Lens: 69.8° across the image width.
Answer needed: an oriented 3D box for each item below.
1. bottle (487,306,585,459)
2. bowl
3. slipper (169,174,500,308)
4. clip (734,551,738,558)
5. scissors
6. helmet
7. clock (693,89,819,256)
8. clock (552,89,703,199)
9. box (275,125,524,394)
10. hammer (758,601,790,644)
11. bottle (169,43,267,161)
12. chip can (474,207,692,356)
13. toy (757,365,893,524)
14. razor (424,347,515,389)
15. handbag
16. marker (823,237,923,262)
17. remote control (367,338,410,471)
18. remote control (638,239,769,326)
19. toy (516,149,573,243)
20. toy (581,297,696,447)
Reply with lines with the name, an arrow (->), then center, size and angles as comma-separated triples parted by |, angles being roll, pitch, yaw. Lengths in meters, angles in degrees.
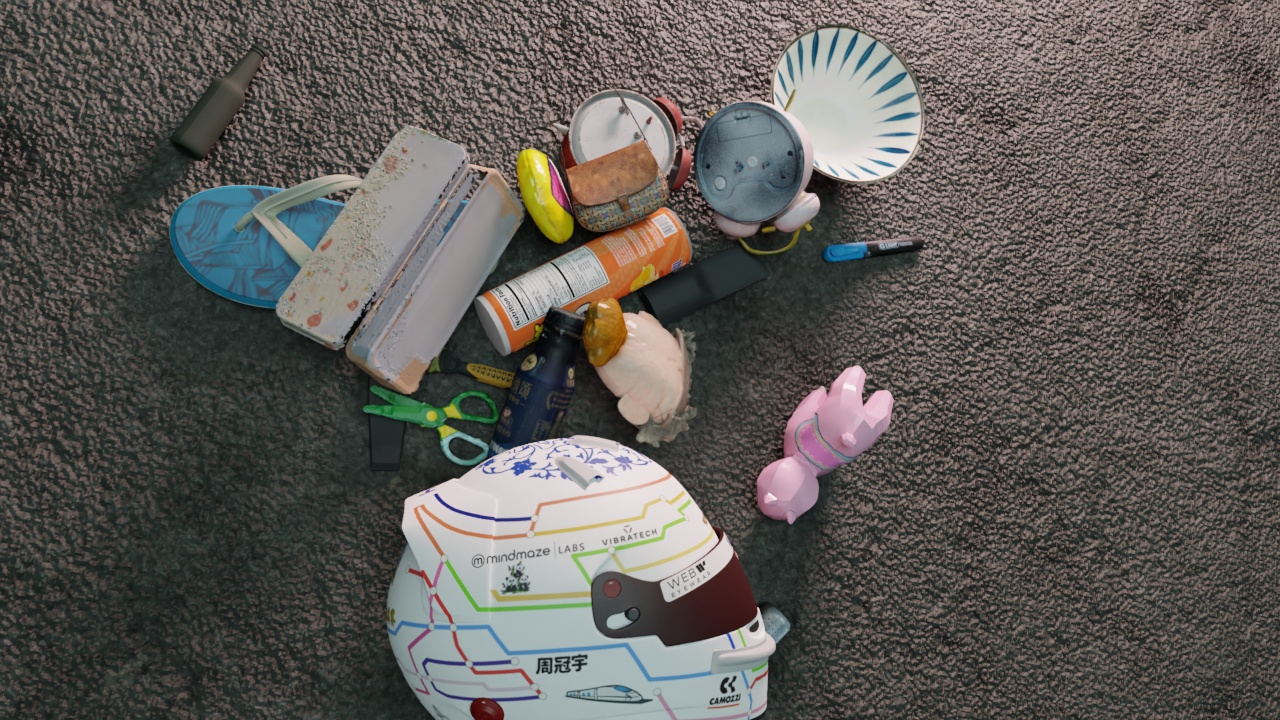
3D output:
bottle -> -0.091, 0.030, 0.844 | 0.056, 0.056, 0.161 | 20, 96, -11
bowl -> 0.210, -0.263, 0.990 | 0.177, 0.071, 0.177 | 3, 79, -15
slipper -> -0.273, -0.109, 0.842 | 0.294, 0.060, 0.118 | -3, 85, -16
clip -> 0.079, 0.216, 0.897 | 0.039, 0.023, 0.059 | -9, 84, -20
scissors -> -0.196, 0.062, 0.849 | 0.131, 0.013, 0.078 | 7, 80, -22
helmet -> -0.047, 0.181, 0.757 | 0.314, 0.231, 0.236 | -2, 87, -9
clock -> 0.121, -0.183, 0.924 | 0.058, 0.117, 0.158 | -29, 111, -56
clock -> -0.002, -0.218, 0.931 | 0.156, 0.062, 0.110 | -11, 83, -17
box -> -0.212, -0.092, 0.824 | 0.216, 0.094, 0.121 | -60, 142, -17
hammer -> 0.019, 0.349, 0.851 | 0.325, 0.036, 0.140 | -44, 95, -18
bottle -> -0.386, -0.242, 0.849 | 0.033, 0.033, 0.122 | 30, 74, -8
chip can -> -0.053, -0.079, 0.892 | 0.210, 0.062, 0.062 | -28, 88, -18
toy -> 0.177, 0.086, 0.902 | 0.067, 0.124, 0.157 | 40, 57, -5
razor -> -0.143, 0.014, 0.874 | 0.144, 0.021, 0.044 | 17, 58, -10
handbag -> -0.044, -0.221, 0.864 | 0.093, 0.043, 0.196 | -21, 100, -2
marker -> 0.257, -0.123, 1.007 | 0.123, 0.015, 0.018 | -9, 82, -18
remote control -> -0.234, 0.040, 0.850 | 0.039, 0.010, 0.124 | 3, 80, -14
remote control -> 0.068, -0.081, 0.947 | 0.140, 0.021, 0.045 | -26, 88, -19
toy -> -0.092, -0.157, 0.882 | 0.041, 0.094, 0.095 | -22, 109, 4
toy -> -0.005, 0.005, 0.860 | 0.176, 0.076, 0.132 | 45, 39, -42
